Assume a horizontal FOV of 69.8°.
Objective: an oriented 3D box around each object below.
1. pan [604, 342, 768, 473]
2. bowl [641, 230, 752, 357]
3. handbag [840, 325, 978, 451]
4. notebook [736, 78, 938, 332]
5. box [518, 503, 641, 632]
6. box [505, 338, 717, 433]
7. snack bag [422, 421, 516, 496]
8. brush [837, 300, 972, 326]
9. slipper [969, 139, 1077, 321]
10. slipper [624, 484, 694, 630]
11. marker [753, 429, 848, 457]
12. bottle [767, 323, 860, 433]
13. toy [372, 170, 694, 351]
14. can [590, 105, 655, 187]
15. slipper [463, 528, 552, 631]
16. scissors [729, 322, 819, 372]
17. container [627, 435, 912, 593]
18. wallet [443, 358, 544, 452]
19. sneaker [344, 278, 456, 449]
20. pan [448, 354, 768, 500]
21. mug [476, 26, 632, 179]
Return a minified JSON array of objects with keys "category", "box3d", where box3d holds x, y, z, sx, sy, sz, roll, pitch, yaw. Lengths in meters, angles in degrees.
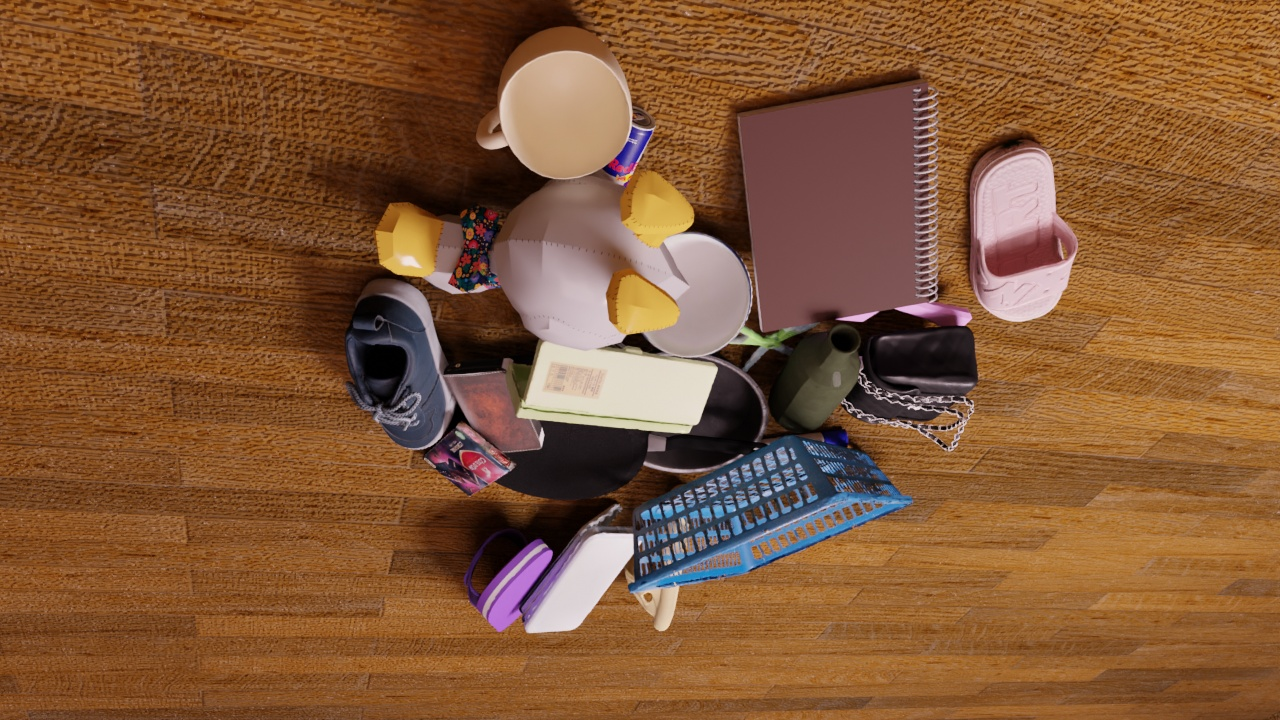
[{"category":"pan","box3d":[-0.006,0.006,0.972,0.188,0.055,0.357,-28,123,27]},{"category":"bowl","box3d":[0.053,-0.064,0.881,0.118,0.118,0.062,-27,178,18]},{"category":"handbag","box3d":[0.283,0.035,0.992,0.125,0.114,0.154,1,165,-1]},{"category":"notebook","box3d":[0.184,-0.134,0.830,0.171,0.022,0.209,-10,120,1]},{"category":"box","box3d":[-0.079,0.290,1.207,0.083,0.122,0.216,43,125,10]},{"category":"box","box3d":[-0.031,0.019,0.894,0.187,0.083,0.091,10,105,-27]},{"category":"snack bag","box3d":[-0.192,0.110,1.014,0.074,0.018,0.156,41,148,-9]},{"category":"brush","box3d":[0.242,-0.077,0.935,0.228,0.043,0.089,14,133,-25]},{"category":"slipper","box3d":[0.380,-0.109,0.913,0.094,0.064,0.239,-20,136,11]},{"category":"slipper","box3d":[0.022,0.259,1.235,0.079,0.111,0.262,13,134,6]},{"category":"marker","box3d":[0.190,0.106,1.144,0.133,0.023,0.027,-7,160,-4]},{"category":"bottle","box3d":[0.185,0.015,0.956,0.071,0.071,0.207,-6,160,-5]},{"category":"toy","box3d":[-0.069,-0.082,0.767,0.246,0.141,0.268,12,175,-42]},{"category":"can","box3d":[-0.020,-0.170,0.786,0.032,0.032,0.095,11,135,-22]},{"category":"slipper","box3d":[-0.188,0.283,1.216,0.107,0.084,0.267,-41,165,-23]},{"category":"scissors","box3d":[0.143,-0.019,0.961,0.160,0.024,0.171,-28,153,31]},{"category":"container","box3d":[0.154,0.176,1.079,0.258,0.089,0.361,-28,160,20]},{"category":"wallet","box3d":[-0.148,0.049,0.946,0.072,0.019,0.123,-4,135,13]},{"category":"sneaker","box3d":[-0.241,0.025,0.907,0.089,0.087,0.236,6,137,5]},{"category":"pan","box3d":[-0.036,0.088,1.011,0.356,0.034,0.226,6,136,3]},{"category":"mug","box3d":[-0.069,-0.196,0.694,0.120,0.099,0.096,-21,124,8]}]
